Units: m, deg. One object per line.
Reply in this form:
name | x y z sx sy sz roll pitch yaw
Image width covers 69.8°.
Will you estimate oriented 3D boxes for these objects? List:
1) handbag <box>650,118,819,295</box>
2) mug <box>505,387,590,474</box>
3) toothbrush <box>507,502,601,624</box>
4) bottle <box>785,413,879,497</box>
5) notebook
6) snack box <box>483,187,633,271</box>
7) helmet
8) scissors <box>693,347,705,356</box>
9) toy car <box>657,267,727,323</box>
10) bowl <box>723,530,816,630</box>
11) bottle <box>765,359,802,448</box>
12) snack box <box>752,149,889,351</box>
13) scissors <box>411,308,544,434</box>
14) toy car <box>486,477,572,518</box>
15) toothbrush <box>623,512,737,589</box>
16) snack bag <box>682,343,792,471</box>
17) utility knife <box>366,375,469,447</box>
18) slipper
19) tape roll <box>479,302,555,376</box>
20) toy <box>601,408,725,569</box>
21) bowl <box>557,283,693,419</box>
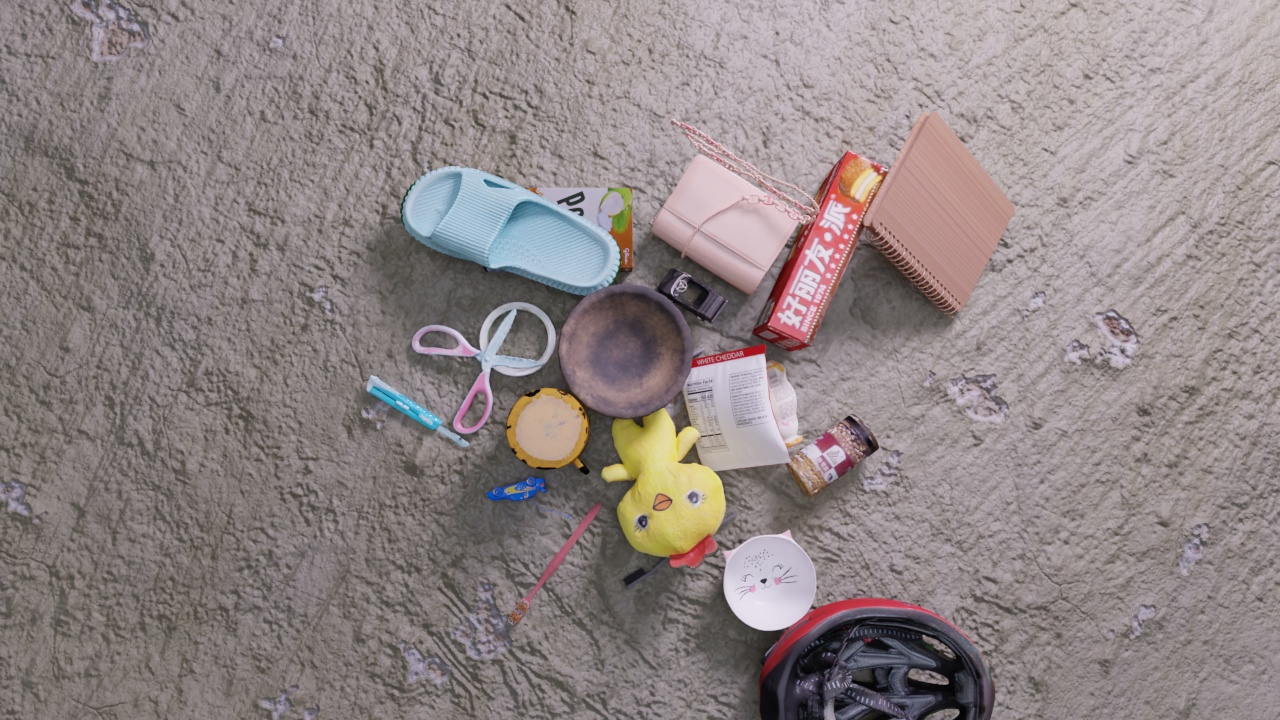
handbag | 0.091 -0.173 1.088 0.199 0.187 0.116 33 92 3
mug | -0.103 0.091 1.110 0.100 0.094 0.123 -41 89 -4
toothbrush | -0.105 0.251 1.142 0.015 0.016 0.184 37 84 6
bottle | 0.238 0.119 1.144 0.105 0.056 0.056 -35 89 -4
notebook | 0.368 -0.173 1.126 0.210 0.022 0.169 34 83 -35
snack box | -0.103 -0.164 1.155 0.186 0.032 0.101 0 87 -3
helmet | 0.271 0.386 1.076 0.272 0.167 0.217 -1 87 -3
scissors | -0.004 -0.014 1.162 0.160 0.014 0.120 41 87 -3
toy car | 0.063 -0.083 1.143 0.092 0.037 0.040 34 86 32
bowl | 0.156 0.271 1.135 0.114 0.050 0.114 0 87 -3
bottle | 0.165 0.056 1.141 0.063 0.063 0.109 -22 88 -4
snack box | 0.219 -0.130 1.128 0.060 0.113 0.236 25 86 -1
scissors | -0.211 0.001 1.137 0.175 0.013 0.171 30 100 7
toy car | -0.138 0.178 1.133 0.092 0.033 0.062 -17 81 -4
toothbrush | 0.051 0.237 1.151 0.167 0.013 0.013 -31 81 -4
snack bag | 0.111 0.062 1.118 0.131 0.039 0.144 -12 92 38
utility knife | -0.276 0.065 1.144 0.149 0.015 0.022 31 102 -2
slipper | -0.154 -0.158 1.103 0.276 0.069 0.116 21 83 -2
tape roll | -0.154 -0.027 1.153 0.094 0.018 0.094 0 87 -3
toy | 0.030 0.154 1.119 0.134 0.092 0.207 -24 78 7
bowl | -0.019 -0.009 1.116 0.162 0.070 0.162 0 86 -4
